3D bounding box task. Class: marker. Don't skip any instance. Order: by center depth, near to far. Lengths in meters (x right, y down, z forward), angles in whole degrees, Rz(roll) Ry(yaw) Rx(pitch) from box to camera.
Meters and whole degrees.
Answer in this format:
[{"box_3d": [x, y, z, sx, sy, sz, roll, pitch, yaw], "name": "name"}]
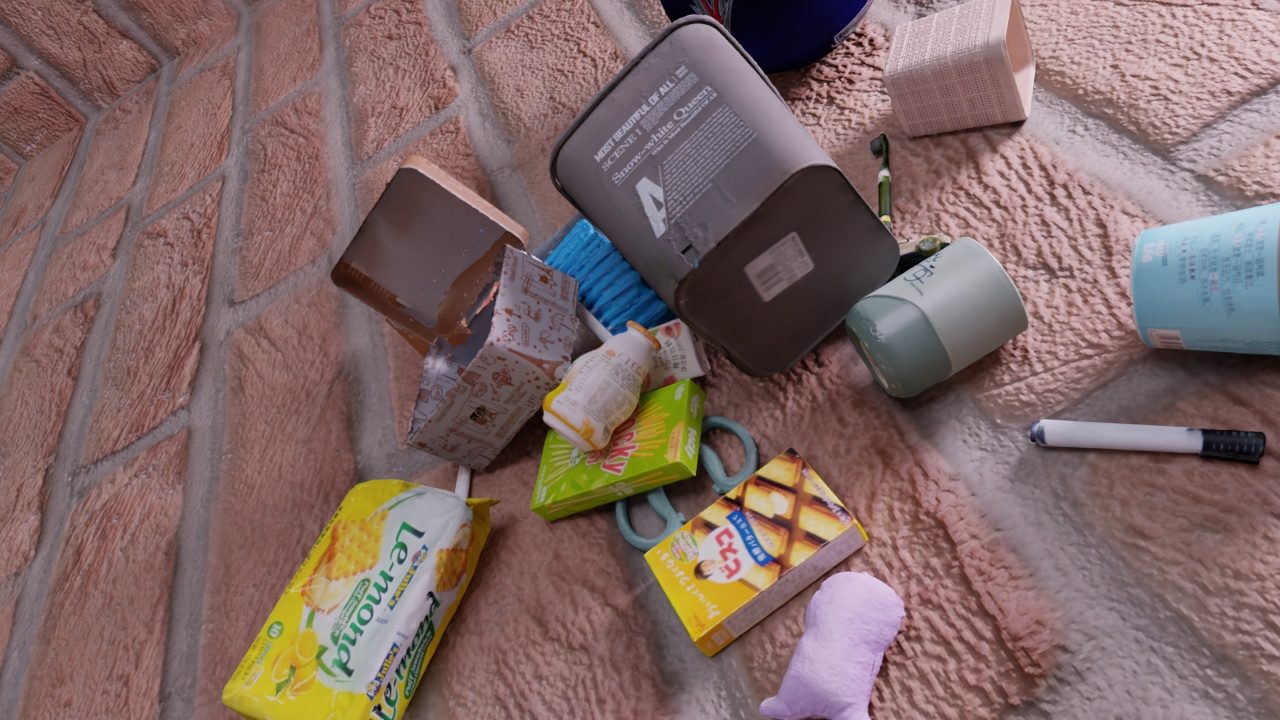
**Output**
[{"box_3d": [0.317, 0.051, 0.581, 0.131, 0.018, 0.022, 0, 63, 34], "name": "marker"}]

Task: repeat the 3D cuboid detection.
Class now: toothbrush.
[{"box_3d": [0.213, -0.155, 0.811, 0.017, 0.012, 0.185, -21, 31, 27], "name": "toothbrush"}, {"box_3d": [-0.169, 0.075, 0.888, 0.016, 0.016, 0.179, -31, 41, 27], "name": "toothbrush"}]

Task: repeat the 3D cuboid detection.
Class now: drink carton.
[{"box_3d": [-0.005, 0.005, 0.804, 0.123, 0.053, 0.045, -19, 1, 16], "name": "drink carton"}]

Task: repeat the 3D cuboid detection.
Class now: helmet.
[{"box_3d": [0.149, -0.457, 0.975, 0.248, 0.240, 0.315, 8, 69, 38], "name": "helmet"}]

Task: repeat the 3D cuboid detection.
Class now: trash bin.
[{"box_3d": [0.069, -0.125, 0.743, 0.199, 0.198, 0.219, -43, 43, 12], "name": "trash bin"}]

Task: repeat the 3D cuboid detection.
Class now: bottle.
[{"box_3d": [-0.028, 0.019, 0.742, 0.108, 0.063, 0.063, -51, 44, -10], "name": "bottle"}]

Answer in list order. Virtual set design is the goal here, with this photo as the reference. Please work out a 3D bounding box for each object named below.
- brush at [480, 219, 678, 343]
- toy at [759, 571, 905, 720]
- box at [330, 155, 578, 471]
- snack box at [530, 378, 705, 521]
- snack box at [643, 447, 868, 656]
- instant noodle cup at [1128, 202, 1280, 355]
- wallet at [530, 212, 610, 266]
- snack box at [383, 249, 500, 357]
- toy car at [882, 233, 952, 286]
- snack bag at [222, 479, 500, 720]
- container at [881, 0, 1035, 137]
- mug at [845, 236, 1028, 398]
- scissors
[{"box_3d": [-0.091, -0.102, 0.905, 0.109, 0.060, 0.314, -46, 63, 4], "name": "brush"}, {"box_3d": [0.128, 0.181, 0.574, 0.084, 0.039, 0.107, 5, 54, 37], "name": "toy"}, {"box_3d": [-0.177, -0.031, 0.819, 0.181, 0.217, 0.157, -42, 21, 37], "name": "box"}, {"box_3d": [-0.020, 0.075, 0.758, 0.157, 0.026, 0.085, -21, 41, 32], "name": "snack box"}, {"box_3d": [0.080, 0.134, 0.655, 0.140, 0.034, 0.087, -38, 41, 2], "name": "snack box"}, {"box_3d": [0.379, -0.050, 0.572, 0.121, 0.111, 0.111, -1, 52, 43], "name": "instant noodle cup"}, {"box_3d": [-0.073, -0.119, 0.998, 0.120, 0.019, 0.097, -42, 41, -8], "name": "wallet"}, {"box_3d": [-0.203, -0.063, 0.990, 0.093, 0.077, 0.094, -4, 52, 31], "name": "snack box"}, {"box_3d": [0.212, -0.078, 0.748, 0.091, 0.042, 0.035, -15, 45, 23], "name": "toy car"}, {"box_3d": [-0.228, 0.211, 0.767, 0.158, 0.068, 0.245, 3, 55, 37], "name": "snack bag"}, {"box_3d": [0.288, -0.264, 0.832, 0.111, 0.090, 0.089, -5, 51, 35], "name": "container"}, {"box_3d": [0.211, -0.033, 0.686, 0.106, 0.082, 0.111, -33, 20, 6], "name": "mug"}, {"box_3d": [0.036, 0.071, 0.750, 0.161, 0.019, 0.178, -29, 38, 15], "name": "scissors"}]
